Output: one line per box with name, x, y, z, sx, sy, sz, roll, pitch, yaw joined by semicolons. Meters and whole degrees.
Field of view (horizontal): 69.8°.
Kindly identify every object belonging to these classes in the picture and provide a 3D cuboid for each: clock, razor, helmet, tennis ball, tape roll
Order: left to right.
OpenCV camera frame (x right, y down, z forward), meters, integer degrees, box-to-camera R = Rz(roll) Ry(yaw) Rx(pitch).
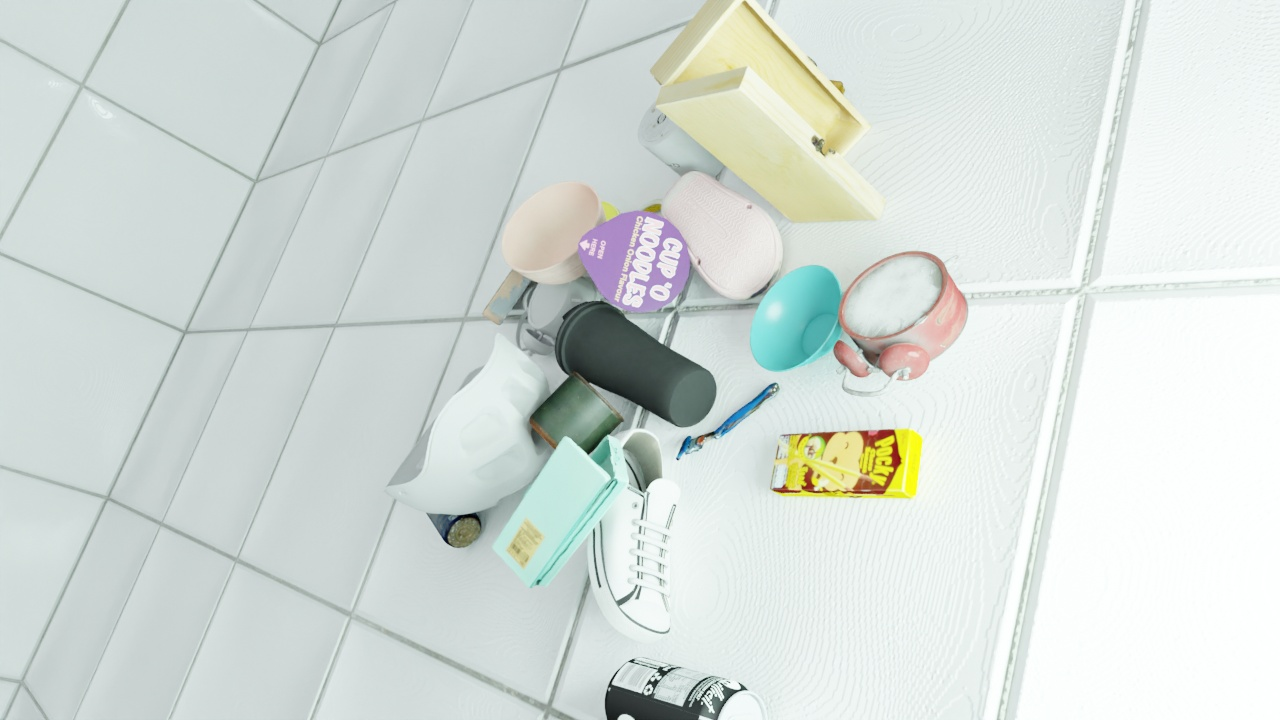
helmet;-0.228;0.099;1.199;0.283;0.184;0.223;-21;23;36
clock;-0.122;-0.068;1.305;0.160;0.061;0.119;-35;44;35
tennis ball;-0.057;-0.194;1.302;0.065;0.065;0.065;-26;49;35
tape roll;0.014;-0.176;1.251;0.094;0.019;0.093;-27;49;35
razor;0.098;0.068;1.007;0.141;0.018;0.043;-37;8;24
clock;0.243;-0.027;0.869;0.110;0.062;0.156;5;57;49

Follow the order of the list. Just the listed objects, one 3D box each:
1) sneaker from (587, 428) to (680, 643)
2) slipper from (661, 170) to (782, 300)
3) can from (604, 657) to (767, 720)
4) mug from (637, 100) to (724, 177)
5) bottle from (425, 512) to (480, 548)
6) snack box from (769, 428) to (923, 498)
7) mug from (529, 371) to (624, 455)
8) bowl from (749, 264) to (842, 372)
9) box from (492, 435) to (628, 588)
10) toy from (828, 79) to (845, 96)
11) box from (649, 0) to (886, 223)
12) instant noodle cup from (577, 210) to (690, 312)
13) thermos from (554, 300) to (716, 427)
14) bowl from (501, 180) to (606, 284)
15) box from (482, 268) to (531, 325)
sneaker;0.006;0.174;0.980;0.097;0.091;0.245;-41;37;31
slipper;0.099;-0.158;1.119;0.107;0.055;0.221;-47;49;13
can;0.039;0.329;0.855;0.146;0.080;0.080;-4;64;46
mug;0.051;-0.301;1.228;0.083;0.096;0.119;-53;39;8
bottle;-0.276;0.204;1.296;0.056;0.056;0.161;-58;38;3
snack box;0.194;0.099;0.877;0.149;0.025;0.061;-8;62;45
mug;-0.081;0.068;1.097;0.081;0.085;0.111;-46;16;-6
bowl;0.175;-0.036;0.961;0.121;0.046;0.121;-32;44;37
box;-0.094;0.159;0.974;0.189;0.080;0.077;-54;32;31
toy;0.166;-0.294;1.121;0.176;0.076;0.132;-26;50;25
box;0.138;-0.252;0.982;0.142;0.248;0.184;-31;46;32
instant noodle cup;-0.018;-0.117;1.148;0.122;0.137;0.122;165;120;-80
thermos;-0.007;0.006;1.100;0.219;0.105;0.106;29;89;46
bowl;-0.105;-0.160;1.237;0.153;0.076;0.152;-15;53;21
box;-0.162;-0.156;1.379;0.216;0.043;0.150;-55;15;7
